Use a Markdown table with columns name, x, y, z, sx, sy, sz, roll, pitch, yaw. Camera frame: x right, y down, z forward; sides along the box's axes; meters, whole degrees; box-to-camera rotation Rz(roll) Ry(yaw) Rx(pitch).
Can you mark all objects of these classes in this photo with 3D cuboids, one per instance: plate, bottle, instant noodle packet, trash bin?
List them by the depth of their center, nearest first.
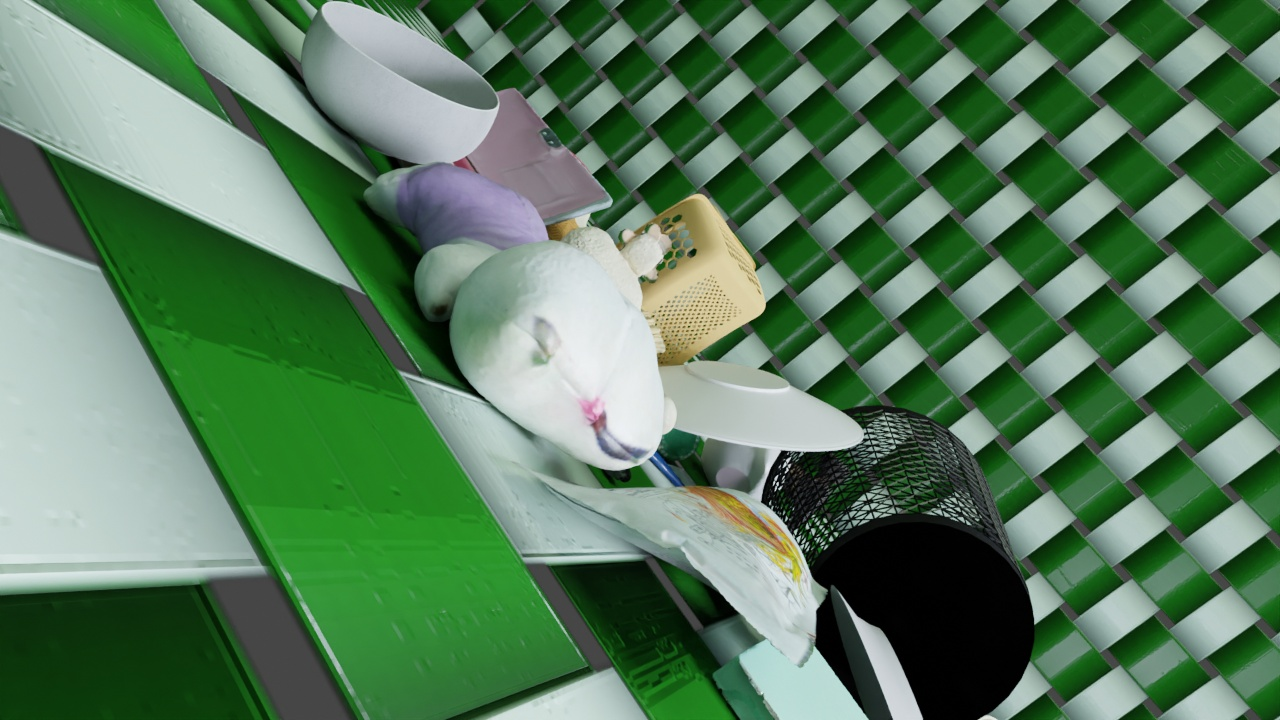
| name | x | y | z | sx | sy | sz | roll | pitch | yaw |
| --- | --- | --- | --- | --- | --- | --- | --- | --- | --- |
| instant noodle packet | 0.038 | 0.097 | 0.499 | 0.147 | 0.057 | 0.269 | 28 | -3 | 17 |
| plate | 0.156 | 0.220 | 0.564 | 0.173 | 0.019 | 0.173 | -15 | 87 | -88 |
| trash bin | 0.209 | 0.169 | 0.765 | 0.217 | 0.217 | 0.243 | 50 | 12 | -3 |
| plate | 0.083 | 0.026 | 0.801 | 0.229 | 0.030 | 0.229 | 9 | 12 | -2 |
| bottle | 0.022 | 0.052 | 0.836 | 0.042 | 0.043 | 0.110 | 48 | 5 | -21 |

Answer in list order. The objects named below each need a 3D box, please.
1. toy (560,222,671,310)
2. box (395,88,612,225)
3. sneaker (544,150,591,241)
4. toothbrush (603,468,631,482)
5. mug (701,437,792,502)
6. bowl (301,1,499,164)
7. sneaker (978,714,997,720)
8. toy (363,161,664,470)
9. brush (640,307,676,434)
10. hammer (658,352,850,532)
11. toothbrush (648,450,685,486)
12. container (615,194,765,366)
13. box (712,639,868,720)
| name | x | y | z | sx | sy | sz | roll | pitch | yaw |
| --- | --- | --- | --- | --- | --- | --- | --- | --- | --- |
| toy | -0.030 | -0.064 | 0.713 | 0.087 | 0.112 | 0.050 | 59 | -13 | -4 |
| box | -0.147 | -0.176 | 0.778 | 0.172 | 0.075 | 0.233 | 3 | 36 | -34 |
| sneaker | -0.082 | -0.090 | 0.817 | 0.116 | 0.091 | 0.241 | 39 | 31 | -33 |
| toothbrush | -0.065 | 0.003 | 0.589 | 0.188 | 0.014 | 0.017 | 52 | 13 | 14 |
| mug | 0.110 | 0.117 | 0.947 | 0.076 | 0.090 | 0.124 | -49 | 137 | -50 |
| bowl | -0.169 | -0.181 | 0.629 | 0.132 | 0.064 | 0.131 | 29 | 23 | -14 |
| sneaker | 0.325 | 0.400 | 0.802 | 0.235 | 0.087 | 0.079 | 54 | -27 | -6 |
| toy | -0.063 | -0.032 | 0.499 | 0.209 | 0.085 | 0.137 | 49 | 2 | 42 |
| brush | -0.004 | 0.004 | 0.716 | 0.272 | 0.077 | 0.062 | -124 | -151 | -73 |
| hammer | 0.075 | 0.061 | 1.052 | 0.330 | 0.120 | 0.033 | 42 | 1 | 23 |
| toothbrush | 0.006 | 0.066 | 0.731 | 0.190 | 0.017 | 0.016 | 48 | 5 | -22 |
| container | 0.020 | -0.080 | 0.959 | 0.129 | 0.183 | 0.166 | 46 | 15 | -36 |
| box | 0.118 | 0.222 | 0.462 | 0.187 | 0.056 | 0.138 | 53 | 12 | 21 |
